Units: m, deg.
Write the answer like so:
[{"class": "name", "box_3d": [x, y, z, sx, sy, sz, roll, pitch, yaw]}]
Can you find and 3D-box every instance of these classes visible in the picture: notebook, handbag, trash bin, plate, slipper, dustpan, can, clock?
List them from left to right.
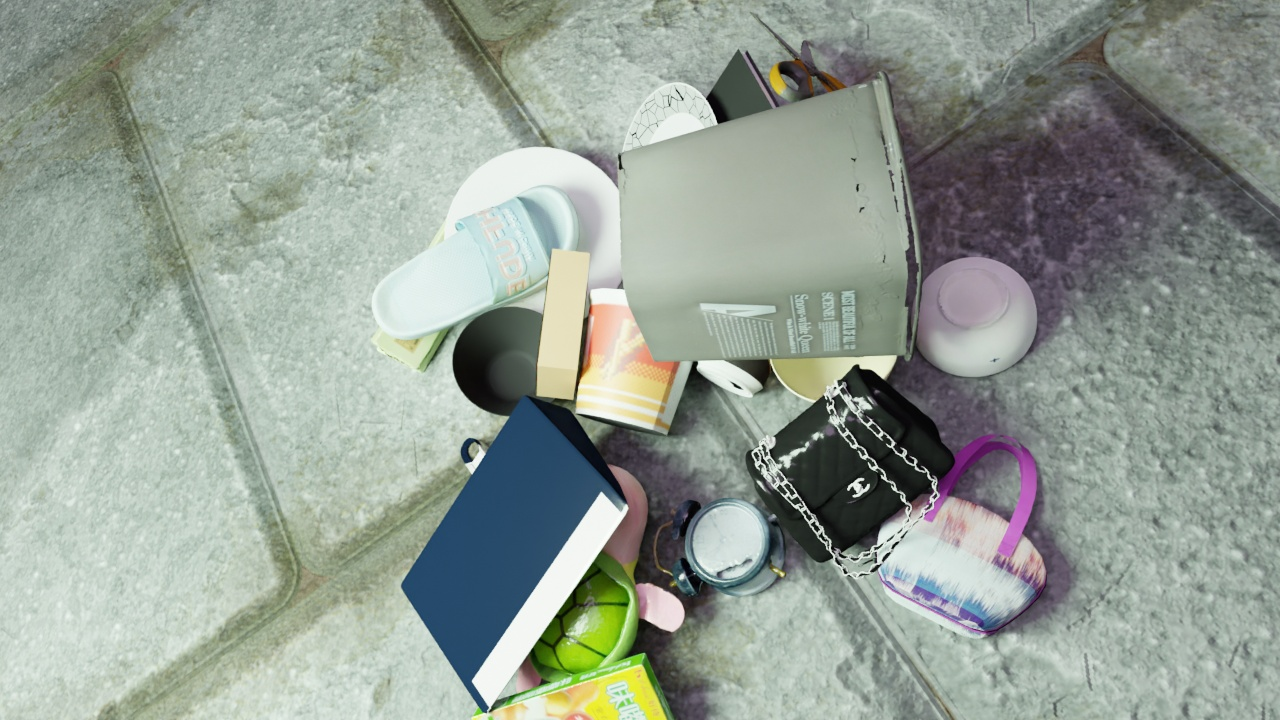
[{"class": "slipper", "box_3d": [-0.175, -0.101, 0.977, 0.245, 0.074, 0.104, -29, 86, -3]}, {"class": "dustpan", "box_3d": [-0.131, 0.155, 0.898, 0.273, 0.080, 0.236, 42, 103, 37]}, {"class": "plate", "box_3d": [-0.114, -0.136, 1.028, 0.208, 0.015, 0.208, 0, 83, -1]}, {"class": "plate", "box_3d": [0.034, -0.196, 0.975, 0.189, 0.016, 0.188, 5, 96, 57]}, {"class": "notebook", "box_3d": [0.080, -0.185, 0.937, 0.207, 0.016, 0.149, -52, 52, 45]}, {"class": "clock", "box_3d": [0.074, 0.174, 0.858, 0.130, 0.052, 0.090, -8, 68, 22]}, {"class": "can", "box_3d": [0.113, -0.034, 0.910, 0.072, 0.072, 0.128, 24, 80, 26]}, {"class": "trash bin", "box_3d": [0.105, -0.101, 0.772, 0.220, 0.197, 0.197, -7, 64, 10]}, {"class": "handbag", "box_3d": [0.174, 0.094, 0.781, 0.125, 0.114, 0.154, 43, 111, -14]}, {"class": "handbag", "box_3d": [0.284, 0.142, 0.792, 0.145, 0.068, 0.169, 23, 73, 27]}]

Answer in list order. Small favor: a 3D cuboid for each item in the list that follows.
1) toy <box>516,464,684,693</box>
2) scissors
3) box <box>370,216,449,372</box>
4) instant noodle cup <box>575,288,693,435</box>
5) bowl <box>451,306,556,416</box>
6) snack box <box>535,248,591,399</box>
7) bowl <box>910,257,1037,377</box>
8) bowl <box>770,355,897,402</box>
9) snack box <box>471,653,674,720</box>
[{"class": "toy", "box_3d": [-0.051, 0.217, 0.866, 0.190, 0.087, 0.238, 20, 87, 42]}, {"class": "scissors", "box_3d": [0.176, -0.294, 0.951, 0.225, 0.224, 0.016, 48, 125, 16]}, {"class": "box", "box_3d": [-0.246, -0.086, 1.070, 0.083, 0.091, 0.187, 16, 72, 48]}, {"class": "instant noodle cup", "box_3d": [-0.005, 0.005, 0.917, 0.123, 0.123, 0.121, 10, 82, 23]}, {"class": "bowl", "box_3d": [-0.138, 0.009, 0.987, 0.124, 0.053, 0.124, 2, 69, -6]}, {"class": "snack box", "box_3d": [-0.079, -0.035, 0.933, 0.040, 0.088, 0.125, 6, 69, -4]}, {"class": "bowl", "box_3d": [0.307, -0.047, 0.849, 0.113, 0.063, 0.113, -7, 68, 17]}, {"class": "bowl", "box_3d": [0.187, -0.004, 0.870, 0.118, 0.074, 0.117, -7, 68, 17]}, {"class": "snack box", "box_3d": [-0.049, 0.346, 0.815, 0.168, 0.027, 0.132, -21, 96, 11]}]
